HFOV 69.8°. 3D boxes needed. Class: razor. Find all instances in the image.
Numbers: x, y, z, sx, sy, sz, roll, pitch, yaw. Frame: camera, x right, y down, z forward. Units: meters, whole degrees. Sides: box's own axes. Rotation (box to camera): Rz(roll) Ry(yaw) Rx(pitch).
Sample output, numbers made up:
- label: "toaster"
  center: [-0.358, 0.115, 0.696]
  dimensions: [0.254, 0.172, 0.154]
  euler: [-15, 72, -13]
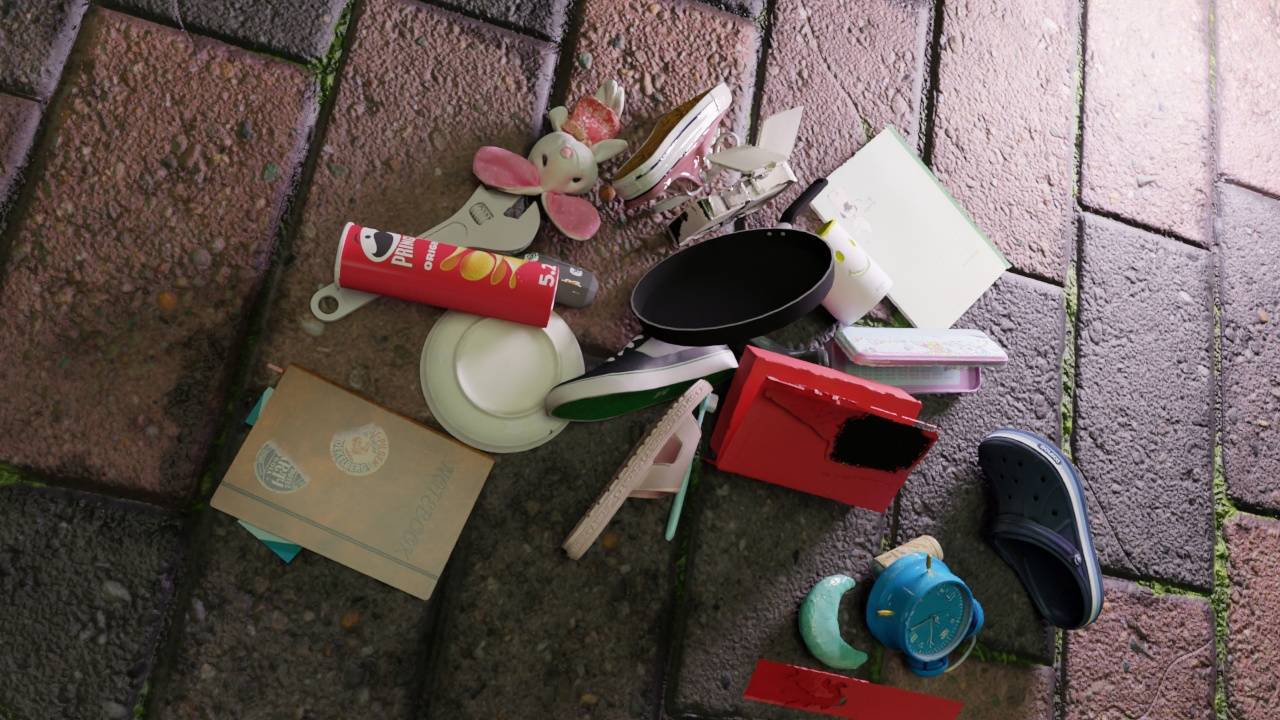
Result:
- label: "razor"
  center: [0.159, -0.011, 1.080]
  dimensions: [0.151, 0.053, 0.067]
  euler: [32, 114, -1]

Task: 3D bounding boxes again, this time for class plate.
- label: "plate"
  center: [-0.146, 0.008, 0.998]
  dimensions: [0.182, 0.034, 0.182]
  euler: [4, 76, -16]

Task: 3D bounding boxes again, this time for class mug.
- label: "mug"
  center: [0.241, -0.106, 1.116]
  dimensions: [0.106, 0.083, 0.082]
  euler: [45, 69, -3]

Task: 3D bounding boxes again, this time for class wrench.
- label: "wrench"
  center: [-0.231, -0.111, 1.011]
  dimensions: [0.272, 0.018, 0.086]
  euler: [-35, 89, -20]

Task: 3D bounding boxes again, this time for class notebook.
- label: "notebook"
  center: [-0.298, 0.127, 0.935]
  dimensions: [0.249, 0.014, 0.178]
  euler: [27, 71, -9]
- label: "notebook"
  center: [0.353, -0.168, 1.203]
  dimensions: [0.181, 0.010, 0.252]
  euler: [-41, 91, -21]

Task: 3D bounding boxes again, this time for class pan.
- label: "pan"
  center: [0.137, -0.119, 1.050]
  dimensions: [0.355, 0.226, 0.034]
  euler: [-45, 129, -39]

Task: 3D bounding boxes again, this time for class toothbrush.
- label: "toothbrush"
  center: [0.057, 0.118, 1.044]
  dimensions: [0.016, 0.016, 0.180]
  euler: [25, 71, -19]

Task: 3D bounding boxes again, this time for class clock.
- label: "clock"
  center: [0.330, 0.293, 1.046]
  dimensions: [0.116, 0.060, 0.161]
  euler: [-47, 117, -9]

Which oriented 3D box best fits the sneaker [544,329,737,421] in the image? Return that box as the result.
- label: "sneaker"
  center: [-0.006, 0.006, 1.016]
  dimensions: [0.234, 0.084, 0.079]
  euler: [-14, 72, -28]

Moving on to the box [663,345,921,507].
- label: "box"
  center: [0.172, 0.072, 1.144]
  dimensions: [0.213, 0.326, 0.153]
  euler: [15, 88, -12]

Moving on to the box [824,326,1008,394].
- label: "box"
  center: [0.333, -0.005, 1.124]
  dimensions: [0.214, 0.096, 0.077]
  euler: [0, 61, -17]

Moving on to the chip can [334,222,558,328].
- label: "chip can"
  center: [-0.199, -0.088, 0.961]
  dimensions: [0.220, 0.069, 0.069]
  euler: [11, 74, -8]

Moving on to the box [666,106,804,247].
- label: "box"
  center: [0.116, -0.212, 1.042]
  dimensions: [0.143, 0.192, 0.069]
  euler: [-29, 89, -28]

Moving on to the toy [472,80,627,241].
- label: "toy"
  center: [-0.078, -0.238, 1.052]
  dimensions: [0.159, 0.084, 0.194]
  euler: [36, 71, 1]

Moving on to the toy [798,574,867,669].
- label: "toy"
  center: [0.216, 0.299, 1.041]
  dimensions: [0.085, 0.033, 0.105]
  euler: [-1, 76, -28]

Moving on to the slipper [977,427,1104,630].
- label: "slipper"
  center: [0.475, 0.205, 1.100]
  dimensions: [0.095, 0.105, 0.252]
  euler: [-18, 85, -27]

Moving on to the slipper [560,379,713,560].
- label: "slipper"
  center: [0.009, 0.126, 0.987]
  dimensions: [0.064, 0.094, 0.239]
  euler: [40, 75, 0]

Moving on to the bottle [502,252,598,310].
- label: "bottle"
  center: [-0.104, -0.092, 1.029]
  dimensions: [0.112, 0.047, 0.047]
  euler: [18, 72, -12]

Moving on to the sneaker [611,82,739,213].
- label: "sneaker"
  center: [0.055, -0.241, 1.077]
  dimensions: [0.088, 0.119, 0.240]
  euler: [52, 50, -20]

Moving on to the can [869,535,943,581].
- label: "can"
  center: [0.314, 0.237, 1.080]
  dimensions: [0.079, 0.038, 0.038]
  euler: [-19, 83, -20]
